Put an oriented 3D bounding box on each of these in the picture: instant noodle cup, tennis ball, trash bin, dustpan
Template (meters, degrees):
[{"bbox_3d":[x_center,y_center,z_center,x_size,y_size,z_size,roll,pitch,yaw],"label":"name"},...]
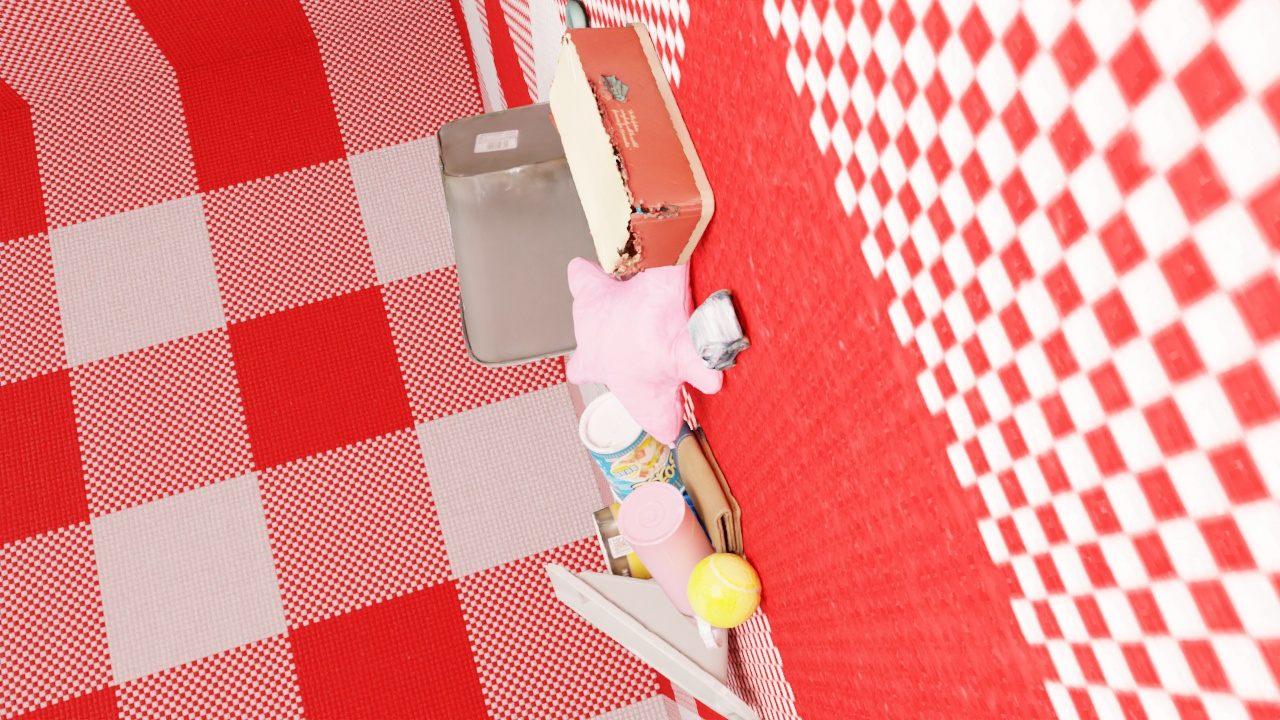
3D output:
[{"bbox_3d":[0.009,0.211,1.107,0.118,0.114,0.118,163,91,-82],"label":"instant noodle cup"},{"bbox_3d":[0.074,0.203,0.813,0.065,0.065,0.065,163,91,-82],"label":"tennis ball"},{"bbox_3d":[-0.121,-0.142,0.996,0.198,0.198,0.220,-112,10,-51],"label":"trash bin"},{"bbox_3d":[0.015,0.337,1.055,0.223,0.258,0.142,92,-176,-66],"label":"dustpan"},{"bbox_3d":[-0.008,0.086,0.928,0.110,0.099,0.099,56,-172,-49],"label":"instant noodle cup"}]

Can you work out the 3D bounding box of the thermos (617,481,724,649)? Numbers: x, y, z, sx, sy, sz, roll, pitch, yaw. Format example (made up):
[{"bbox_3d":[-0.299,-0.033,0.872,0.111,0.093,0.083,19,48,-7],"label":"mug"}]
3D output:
[{"bbox_3d":[0.043,0.204,0.878,0.199,0.067,0.087,63,-162,-44],"label":"thermos"}]

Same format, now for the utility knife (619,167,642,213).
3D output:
[{"bbox_3d":[-0.009,-0.166,0.826,0.034,0.018,0.179,-109,5,-50],"label":"utility knife"}]

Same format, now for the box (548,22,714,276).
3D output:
[{"bbox_3d":[-0.019,-0.148,0.651,0.091,0.077,0.168,120,136,-60],"label":"box"}]

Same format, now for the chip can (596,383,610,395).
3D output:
[{"bbox_3d":[-0.006,0.006,0.952,0.215,0.071,0.071,116,137,-78],"label":"chip can"}]

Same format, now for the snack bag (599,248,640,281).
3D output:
[{"bbox_3d":[-0.033,-0.151,0.847,0.110,0.039,0.191,-93,-9,-60],"label":"snack bag"}]

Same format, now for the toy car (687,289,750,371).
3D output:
[{"bbox_3d":[0.052,-0.018,0.645,0.091,0.034,0.043,103,146,-77],"label":"toy car"}]

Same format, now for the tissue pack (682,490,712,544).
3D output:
[{"bbox_3d":[0.037,0.147,1.006,0.157,0.052,0.095,-115,12,-50],"label":"tissue pack"}]

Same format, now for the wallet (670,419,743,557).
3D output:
[{"bbox_3d":[0.062,0.122,0.861,0.090,0.033,0.115,78,171,-46],"label":"wallet"}]

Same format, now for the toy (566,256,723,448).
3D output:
[{"bbox_3d":[-0.005,-0.008,0.782,0.195,0.074,0.178,-6,100,50],"label":"toy"}]

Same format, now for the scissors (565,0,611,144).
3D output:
[{"bbox_3d":[-0.051,-0.272,0.900,0.179,0.019,0.170,80,171,-45],"label":"scissors"}]
